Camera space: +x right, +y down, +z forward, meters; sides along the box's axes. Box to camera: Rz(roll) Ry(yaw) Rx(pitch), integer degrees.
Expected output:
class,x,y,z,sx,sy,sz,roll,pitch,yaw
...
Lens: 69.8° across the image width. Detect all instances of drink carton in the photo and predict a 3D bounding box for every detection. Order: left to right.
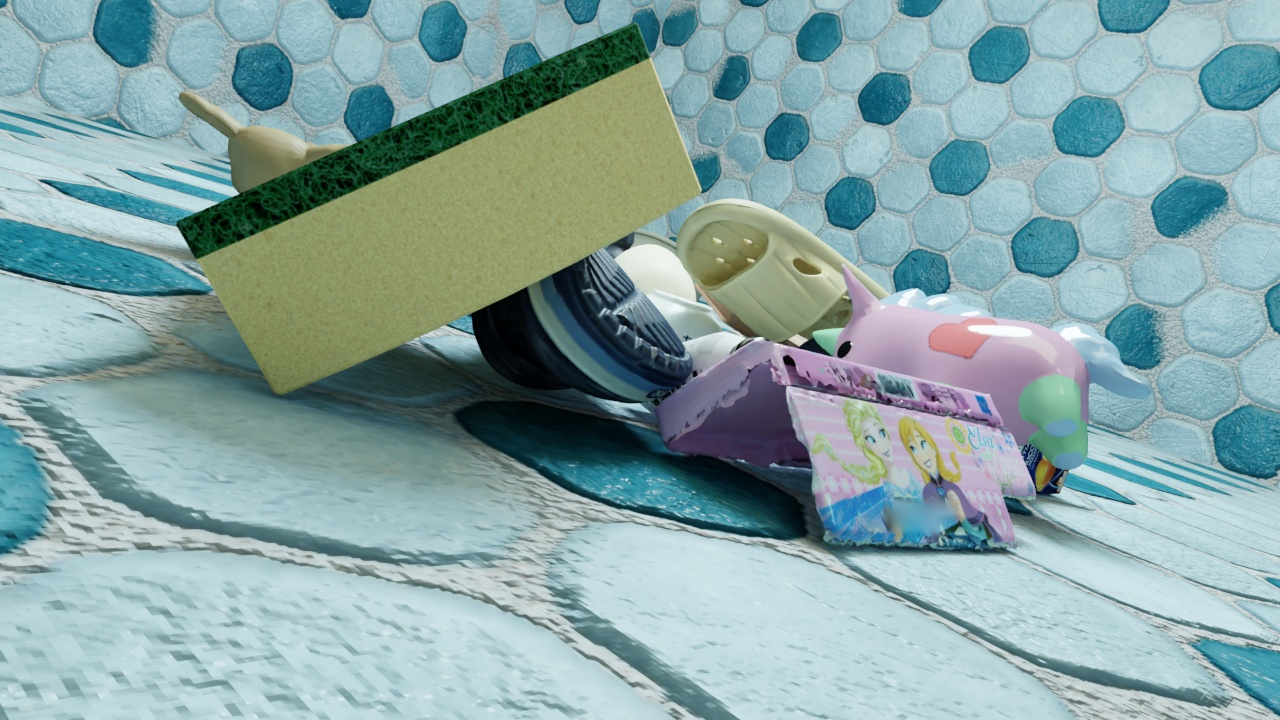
class,x,y,z,sx,sy,sz,roll,pitch,yaw
drink carton,0.307,0.072,0.740,0.129,0.064,0.040,10,11,-45

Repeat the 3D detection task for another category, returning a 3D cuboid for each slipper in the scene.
class,x,y,z,sx,sy,sz,roll,pitch,yaw
slipper,-0.044,-0.023,0.539,0.105,0.095,0.252,50,3,-18
slipper,0.138,-0.049,0.822,0.261,0.079,0.112,25,-34,-29

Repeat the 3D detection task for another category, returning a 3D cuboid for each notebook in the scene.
class,x,y,z,sx,sy,sz,roll,pitch,yaw
notebook,0.158,-0.017,0.962,0.210,0.022,0.169,30,12,-16

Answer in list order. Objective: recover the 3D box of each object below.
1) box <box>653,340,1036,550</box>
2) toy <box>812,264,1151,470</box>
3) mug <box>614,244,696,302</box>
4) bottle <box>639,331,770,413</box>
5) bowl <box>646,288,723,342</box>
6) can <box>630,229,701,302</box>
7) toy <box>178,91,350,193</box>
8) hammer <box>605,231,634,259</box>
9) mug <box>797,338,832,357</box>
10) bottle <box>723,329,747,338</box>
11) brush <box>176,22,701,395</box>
class,x,y,z,sx,sy,sz,roll,pitch,yaw
box,0.124,0.064,0.501,0.230,0.105,0.087,11,-34,-41
toy,0.235,0.004,0.670,0.223,0.170,0.120,-13,-45,23
mug,0.016,-0.057,0.972,0.120,0.096,0.099,58,5,-18
bottle,0.038,0.007,0.537,0.041,0.041,0.116,14,-14,-27
bowl,0.030,-0.029,0.869,0.113,0.063,0.113,18,6,-2
can,0.014,-0.097,1.143,0.128,0.073,0.128,27,-14,7
toy,-0.270,-0.120,0.665,0.134,0.108,0.106,15,9,-12
hammer,-0.106,-0.093,0.942,0.040,0.129,0.320,20,17,31
mug,0.189,0.029,0.807,0.077,0.071,0.105,10,31,-45
bottle,0.103,-0.017,1.056,0.036,0.036,0.109,19,7,13
brush,-0.104,-0.084,0.465,0.195,0.075,0.250,-27,19,-10
